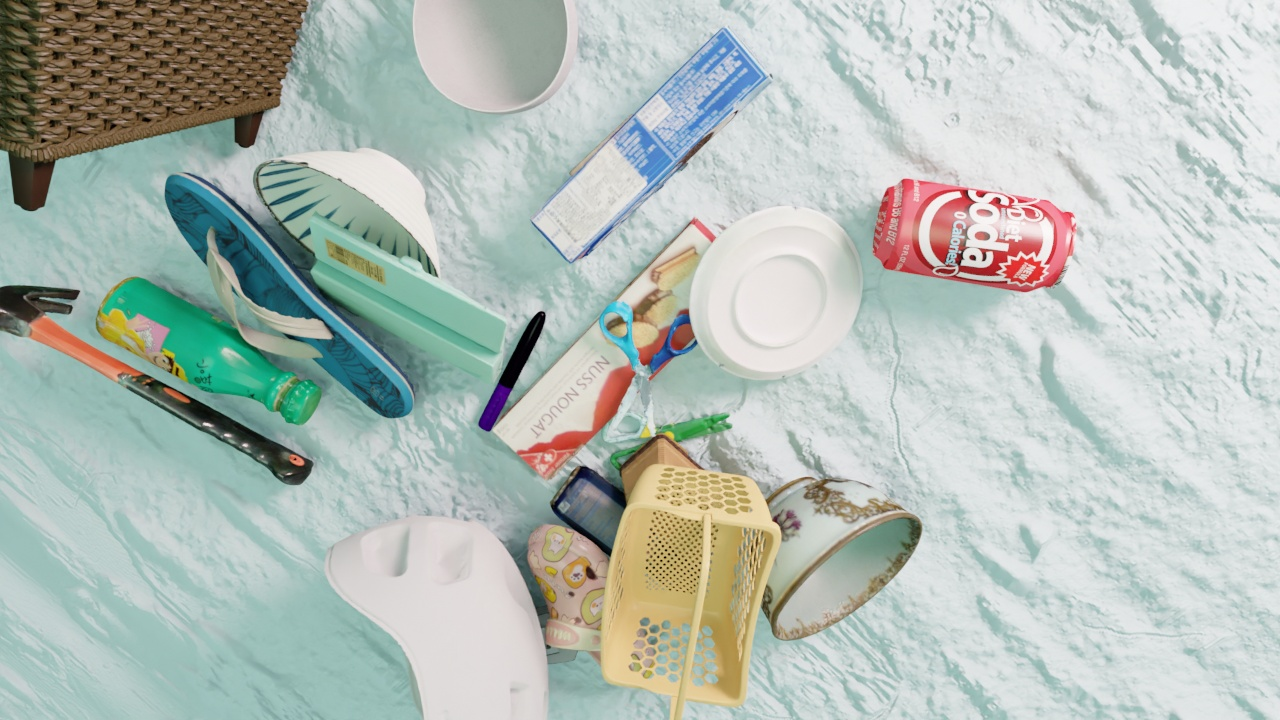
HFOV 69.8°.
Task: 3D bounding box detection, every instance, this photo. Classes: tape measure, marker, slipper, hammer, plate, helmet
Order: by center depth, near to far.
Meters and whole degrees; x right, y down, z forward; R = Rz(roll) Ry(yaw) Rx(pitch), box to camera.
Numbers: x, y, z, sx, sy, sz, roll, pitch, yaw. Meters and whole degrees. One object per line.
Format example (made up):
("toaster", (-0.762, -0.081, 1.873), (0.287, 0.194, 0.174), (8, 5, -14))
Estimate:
("plate", (0.117, -0.053, 0.777), (0.157, 0.014, 0.157), (-5, 114, -12))
("slipper", (-0.331, -0.041, 0.837), (0.295, 0.060, 0.118), (45, 146, -9))
("helmet", (-0.180, 0.280, 0.844), (0.183, 0.224, 0.282), (-10, 78, -13))
("marker", (-0.120, 0.011, 0.863), (0.015, 0.018, 0.134), (17, 112, -31))
("slipper", (-0.059, 0.248, 0.879), (0.093, 0.081, 0.197), (-2, 123, 46))
("hammer", (-0.471, 0.029, 0.885), (0.333, 0.133, 0.033), (33, 107, -11))
("tape measure", (-0.093, 0.281, 0.940), (0.060, 0.020, 0.062), (-17, 103, 14))

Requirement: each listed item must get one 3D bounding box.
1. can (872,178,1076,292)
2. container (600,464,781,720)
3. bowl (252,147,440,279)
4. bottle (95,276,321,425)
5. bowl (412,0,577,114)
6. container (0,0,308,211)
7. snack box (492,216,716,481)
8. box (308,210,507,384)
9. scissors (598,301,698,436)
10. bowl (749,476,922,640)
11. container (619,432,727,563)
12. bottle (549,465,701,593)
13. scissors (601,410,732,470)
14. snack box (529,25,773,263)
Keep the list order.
("can", (0.264, -0.100, 0.737), (0.142, 0.074, 0.074), (10, 108, 6))
("container", (0.035, 0.195, 0.747), (0.129, 0.166, 0.184), (8, 114, 1))
("bowl", (-0.236, -0.133, 0.794), (0.177, 0.178, 0.070), (27, 66, 0))
("bottle", (-0.408, -0.004, 0.879), (0.209, 0.068, 0.068), (28, 109, 0))
("bowl", (-0.114, -0.270, 0.751), (0.132, 0.064, 0.132), (3, 107, 8))
("container", (-0.401, -0.257, 0.677), (0.176, 0.320, 0.205), (23, 115, 2))
("snack box", (-0.020, -0.005, 0.828), (0.076, 0.044, 0.273), (44, 108, -6))
("box", (-0.204, -0.049, 0.810), (0.186, 0.136, 0.033), (27, 70, 1))
("scissors", (0.013, 0.011, 0.798), (0.104, 0.015, 0.133), (-5, 106, 9))
("bowl", (0.157, 0.160, 0.814), (0.160, 0.159, 0.094), (-52, 52, 19))
("container", (0.037, 0.132, 0.846), (0.114, 0.061, 0.063), (42, 110, -13))
("bottle", (-0.010, 0.165, 0.873), (0.161, 0.056, 0.056), (37, 109, -4))
("scissors", (0.024, 0.063, 0.860), (0.131, 0.014, 0.070), (-22, 104, 16))
("snack box", (0.008, -0.176, 0.765), (0.227, 0.059, 0.059), (-41, 94, 17))
